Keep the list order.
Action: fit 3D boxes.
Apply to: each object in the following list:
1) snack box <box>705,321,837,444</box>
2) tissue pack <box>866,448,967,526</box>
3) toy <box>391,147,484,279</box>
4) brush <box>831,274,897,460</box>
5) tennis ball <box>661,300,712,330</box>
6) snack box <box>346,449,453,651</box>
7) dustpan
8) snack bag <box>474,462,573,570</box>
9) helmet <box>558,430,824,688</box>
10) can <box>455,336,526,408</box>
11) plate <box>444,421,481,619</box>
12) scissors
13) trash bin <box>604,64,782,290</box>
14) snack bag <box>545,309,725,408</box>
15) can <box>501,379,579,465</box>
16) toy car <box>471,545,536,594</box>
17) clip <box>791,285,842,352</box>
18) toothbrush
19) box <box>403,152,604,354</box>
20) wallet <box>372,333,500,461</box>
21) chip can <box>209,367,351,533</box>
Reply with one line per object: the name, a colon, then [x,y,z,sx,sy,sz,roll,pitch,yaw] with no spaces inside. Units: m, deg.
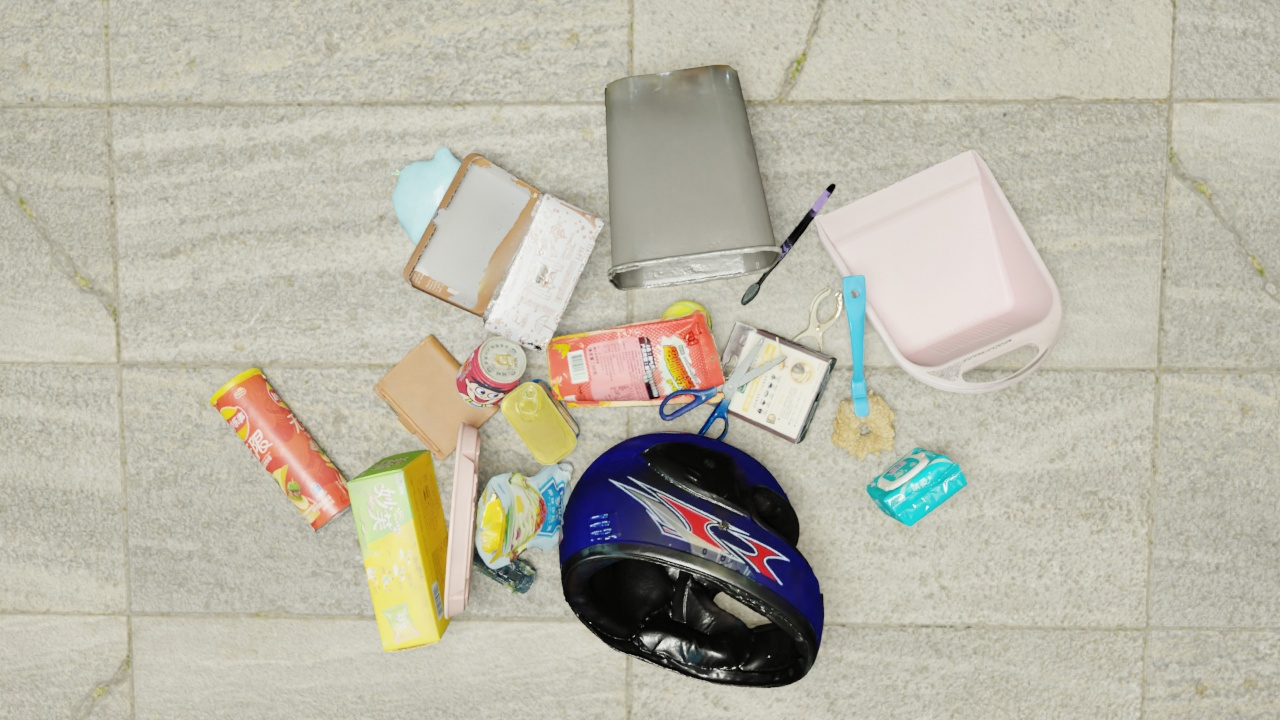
snack box: [0.160,0.026,1.130,0.126,0.053,0.113,25,100,21]
tissue pack: [0.331,0.151,1.109,0.093,0.133,0.050,-37,88,0]
toy: [-0.250,-0.179,1.145,0.156,0.049,0.161,27,102,-8]
brush: [0.264,0.015,1.103,0.083,0.045,0.255,-6,120,10]
tennis ball: [0.056,-0.042,1.137,0.065,0.065,0.065,0,94,2]
snack box: [-0.284,0.226,1.121,0.070,0.157,0.210,-12,94,-1]
dustpan: [0.367,-0.103,1.086,0.222,0.138,0.273,-26,94,4]
snack bag: [-0.130,0.182,1.104,0.039,0.190,0.110,-4,89,24]
helmet: [0.068,0.211,1.064,0.315,0.239,0.248,19,133,7]
can: [-0.183,0.014,1.125,0.066,0.094,0.066,11,65,-23]
plate: [-0.208,0.187,1.083,0.028,0.229,0.229,4,94,-9]
scissors: [0.102,0.044,1.102,0.166,0.012,0.157,-10,121,7]
trash bin: [0.048,-0.205,1.070,0.199,0.199,0.219,-8,87,2]
snack bag: [-0.007,0.007,1.116,0.208,0.073,0.129,-7,122,13]
can: [-0.121,0.074,1.142,0.057,0.083,0.102,-36,92,3]
toy car: [-0.177,0.264,1.183,0.090,0.034,0.043,28,97,2]
clip: [0.221,-0.045,1.150,0.071,0.034,0.100,22,103,0]
toothbrush: [0.185,-0.145,1.149,0.014,0.016,0.189,38,94,13]
box: [-0.168,-0.134,1.092,0.187,0.155,0.183,25,93,-15]
wallet: [-0.261,0.049,1.171,0.108,0.031,0.132,-43,92,1]
chip can: [-0.449,0.115,1.162,0.073,0.073,0.216,-37,93,4]
